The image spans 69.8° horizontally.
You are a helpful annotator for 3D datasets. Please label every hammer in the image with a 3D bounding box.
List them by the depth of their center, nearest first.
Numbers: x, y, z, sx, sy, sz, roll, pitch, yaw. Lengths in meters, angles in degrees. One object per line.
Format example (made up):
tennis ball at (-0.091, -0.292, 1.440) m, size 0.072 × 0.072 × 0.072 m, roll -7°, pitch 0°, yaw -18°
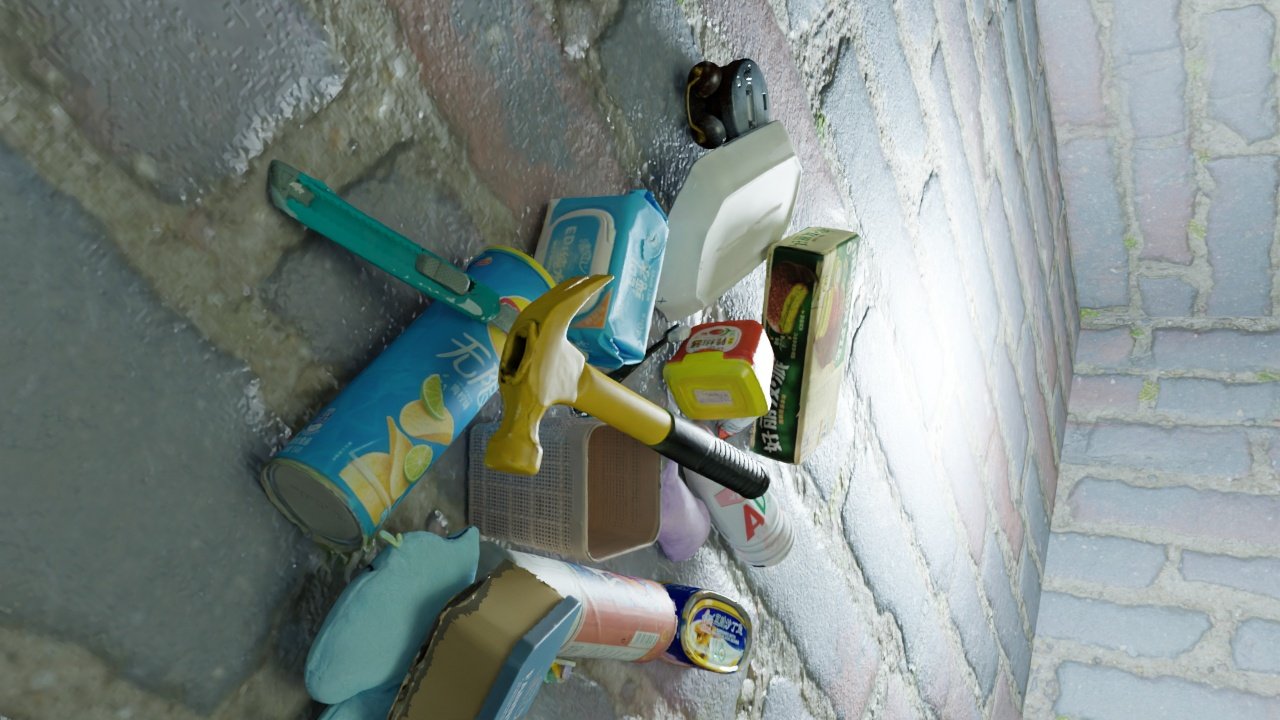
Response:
hammer at (0.011, 0.043, 0.605) m, size 0.300 × 0.033 × 0.128 m, roll 33°, pitch 64°, yaw -51°

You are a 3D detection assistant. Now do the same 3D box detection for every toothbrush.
toothbrush at (-0.109, 0.208, 0.646) m, size 0.189 × 0.029 × 0.020 m, roll 36°, pitch 19°, yaw -50°
toothbrush at (-0.005, 0.005, 0.802) m, size 0.180 × 0.018 × 0.016 m, roll -36°, pitch 124°, yaw -49°

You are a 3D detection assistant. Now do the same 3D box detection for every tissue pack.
tissue pack at (-0.037, -0.059, 0.680) m, size 0.063 × 0.090 × 0.140 m, roll 34°, pitch 63°, yaw -52°

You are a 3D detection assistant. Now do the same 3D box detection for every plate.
plate at (0.093, -0.131, 0.875) m, size 0.264 × 0.034 × 0.162 m, roll -37°, pitch 144°, yaw -50°

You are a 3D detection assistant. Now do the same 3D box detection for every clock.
clock at (0.079, -0.246, 0.883) m, size 0.121 × 0.055 × 0.082 m, roll -23°, pitch 112°, yaw -53°

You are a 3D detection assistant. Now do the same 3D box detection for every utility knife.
utility knife at (-0.119, -0.050, 0.540) m, size 0.215 × 0.013 × 0.029 m, roll 31°, pitch 64°, yaw -23°

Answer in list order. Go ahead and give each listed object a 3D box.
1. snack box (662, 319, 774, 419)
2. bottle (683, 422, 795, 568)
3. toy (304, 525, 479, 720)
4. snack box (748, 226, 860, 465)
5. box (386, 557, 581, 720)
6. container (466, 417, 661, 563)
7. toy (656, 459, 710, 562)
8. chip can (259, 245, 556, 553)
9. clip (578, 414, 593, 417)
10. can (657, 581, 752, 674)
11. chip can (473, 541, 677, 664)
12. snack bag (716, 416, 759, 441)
snack box at (0.079, 0.008, 0.865) m, size 0.082 × 0.091 × 0.079 m, roll 63°, pitch 35°, yaw -35°
bottle at (0.090, 0.133, 0.908) m, size 0.197 × 0.068 × 0.068 m, roll 53°, pitch 49°, yaw -40°
toy at (-0.150, 0.164, 0.527) m, size 0.161 × 0.050 × 0.157 m, roll -40°, pitch 149°, yaw -40°
snack box at (0.178, -0.017, 0.993) m, size 0.114 × 0.063 × 0.240 m, roll -31°, pitch 129°, yaw -53°
box at (-0.101, 0.200, 0.538) m, size 0.184 × 0.061 × 0.089 m, roll -62°, pitch 168°, yaw 19°
container at (-0.055, 0.083, 0.638) m, size 0.089 × 0.111 × 0.090 m, roll -2°, pitch 93°, yaw -57°
toy at (0.032, 0.148, 0.842) m, size 0.083 × 0.039 × 0.108 m, roll -55°, pitch 141°, yaw -15°
chip can at (-0.130, 0.015, 0.558) m, size 0.209 × 0.071 × 0.071 m, roll -54°, pitch 134°, yaw -41°
clip at (-0.045, 0.055, 0.743) m, size 0.056 × 0.014 × 0.042 m, roll -15°, pitch 104°, yaw -54°
can at (0.055, 0.255, 0.872) m, size 0.148 × 0.049 × 0.074 m, roll 40°, pitch 58°, yaw -50°
chip can at (-0.052, 0.186, 0.684) m, size 0.214 × 0.071 × 0.071 m, roll 31°, pitch 65°, yaw -53°
snack bag at (0.103, 0.051, 0.919) m, size 0.026 × 0.104 × 0.048 m, roll 28°, pitch 60°, yaw -8°
